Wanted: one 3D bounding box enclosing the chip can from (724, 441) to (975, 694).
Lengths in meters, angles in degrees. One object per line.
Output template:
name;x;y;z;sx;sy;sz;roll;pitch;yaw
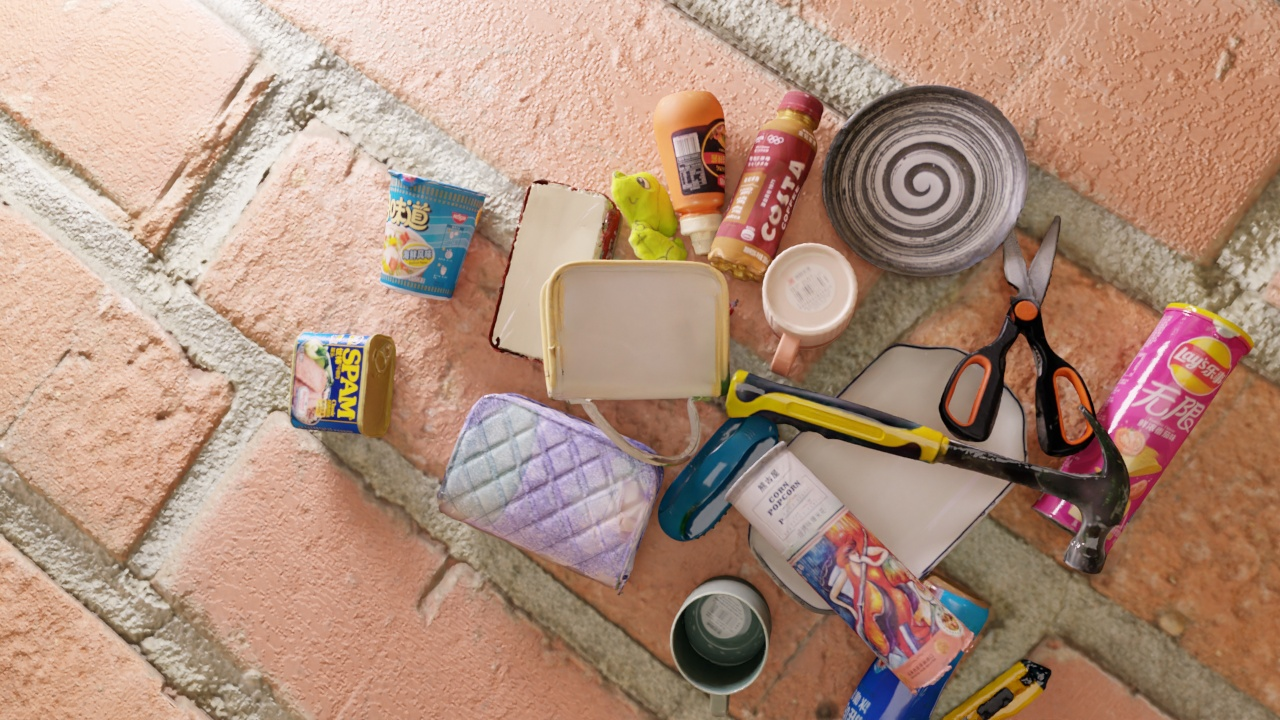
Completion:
chip can;0.168;0.167;0.752;0.071;0.071;0.214;-45;75;4

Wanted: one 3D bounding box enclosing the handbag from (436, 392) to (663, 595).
handbag;-0.080;0.117;0.854;0.194;0.075;0.134;22;93;12

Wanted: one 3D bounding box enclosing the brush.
brush;0.069;0.104;0.828;0.055;0.073;0.144;42;94;17

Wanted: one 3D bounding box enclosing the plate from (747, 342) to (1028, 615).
plate;0.216;0.105;0.814;0.162;0.034;0.265;44;90;12

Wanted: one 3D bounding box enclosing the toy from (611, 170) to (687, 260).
toy;0.009;-0.131;0.859;0.031;0.096;0.100;-28;47;40

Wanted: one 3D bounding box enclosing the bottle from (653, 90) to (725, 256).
bottle;0.052;-0.172;0.857;0.067;0.066;0.149;-7;93;9

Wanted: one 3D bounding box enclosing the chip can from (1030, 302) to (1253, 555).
chip can;0.419;0.058;0.771;0.071;0.071;0.210;33;93;10

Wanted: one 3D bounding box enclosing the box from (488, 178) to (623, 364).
box;-0.079;-0.079;0.864;0.091;0.076;0.168;15;90;11

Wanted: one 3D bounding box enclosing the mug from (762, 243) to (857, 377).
mug;0.142;-0.041;0.807;0.082;0.106;0.114;23;90;11

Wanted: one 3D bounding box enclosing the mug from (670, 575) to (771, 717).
mug;0.073;0.249;0.801;0.082;0.106;0.111;1;86;9

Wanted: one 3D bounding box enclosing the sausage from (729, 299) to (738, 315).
sausage;0.022;-0.025;0.872;0.156;0.020;0.020;-23;83;7

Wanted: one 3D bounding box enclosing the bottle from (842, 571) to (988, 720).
bottle;0.222;0.290;0.793;0.065;0.065;0.218;29;91;10

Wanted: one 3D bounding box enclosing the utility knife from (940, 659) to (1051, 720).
utility knife;0.290;0.318;0.805;0.168;0.015;0.033;-39;78;6

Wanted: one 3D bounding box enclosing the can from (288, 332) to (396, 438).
can;-0.295;0.023;0.906;0.083;0.057;0.102;3;87;12

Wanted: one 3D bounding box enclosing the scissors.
scissors;0.339;-0.019;0.789;0.198;0.022;0.226;40;80;17

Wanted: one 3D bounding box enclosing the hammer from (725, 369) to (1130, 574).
hammer;0.229;0.065;0.758;0.323;0.031;0.126;16;101;16

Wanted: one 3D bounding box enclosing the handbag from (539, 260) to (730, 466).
handbag;-0.005;0.005;0.809;0.163;0.063;0.178;-1;84;-14

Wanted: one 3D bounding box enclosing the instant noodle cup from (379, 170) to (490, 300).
instant noodle cup;-0.206;-0.118;0.885;0.099;0.099;0.110;16;97;10

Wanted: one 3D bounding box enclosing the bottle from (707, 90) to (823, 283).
bottle;0.119;-0.160;0.838;0.057;0.057;0.174;21;82;10

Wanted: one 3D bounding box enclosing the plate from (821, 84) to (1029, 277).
plate;0.256;-0.162;0.834;0.179;0.024;0.179;-1;85;11
